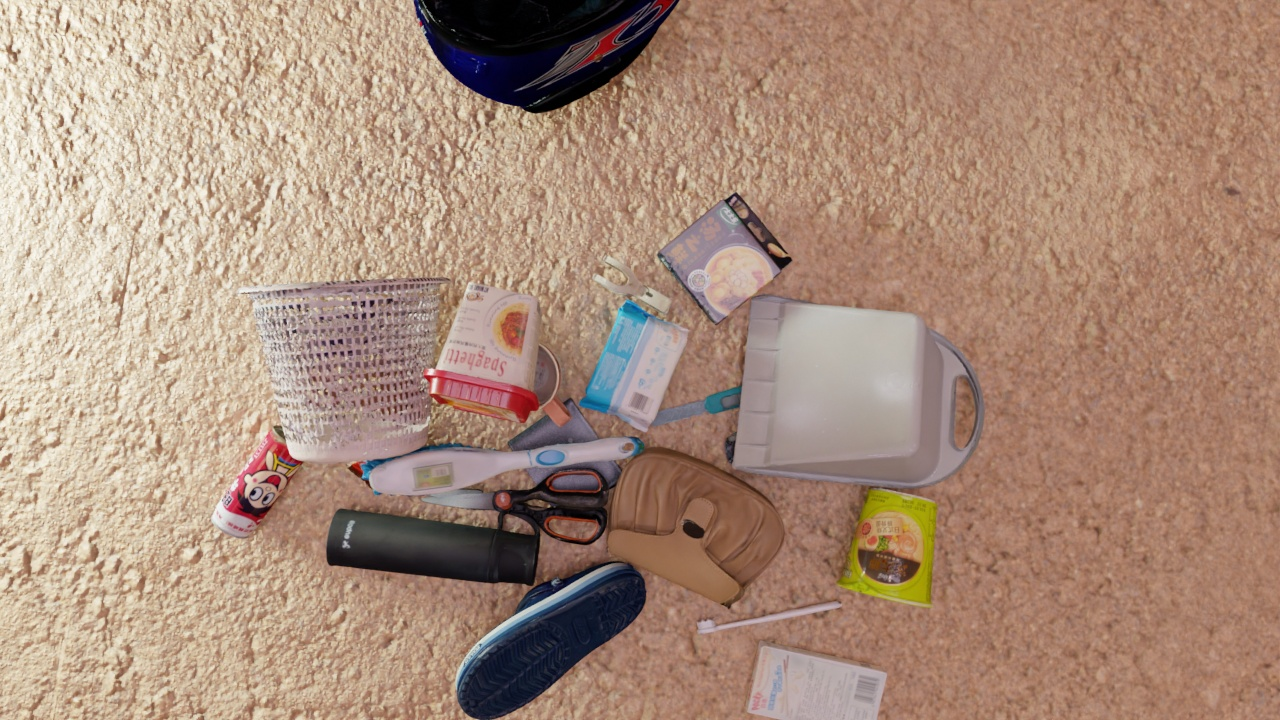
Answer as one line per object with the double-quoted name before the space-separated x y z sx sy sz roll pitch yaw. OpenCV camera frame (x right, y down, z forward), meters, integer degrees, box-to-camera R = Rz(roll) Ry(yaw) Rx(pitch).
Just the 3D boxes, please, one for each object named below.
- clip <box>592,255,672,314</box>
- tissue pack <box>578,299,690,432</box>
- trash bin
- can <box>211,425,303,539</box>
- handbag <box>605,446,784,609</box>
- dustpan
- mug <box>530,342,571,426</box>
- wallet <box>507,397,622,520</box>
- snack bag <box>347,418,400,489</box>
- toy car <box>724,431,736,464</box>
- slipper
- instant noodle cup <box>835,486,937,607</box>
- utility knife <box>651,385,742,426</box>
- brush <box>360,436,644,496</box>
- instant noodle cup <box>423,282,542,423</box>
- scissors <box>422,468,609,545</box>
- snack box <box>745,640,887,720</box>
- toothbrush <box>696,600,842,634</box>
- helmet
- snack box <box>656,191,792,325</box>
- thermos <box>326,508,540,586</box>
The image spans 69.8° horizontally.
"clip" -0.006 -0.088 1.104 0.100 0.074 0.035 29 89 4
"tissue pack" -0.006 0.006 1.092 0.090 0.063 0.140 22 92 -2
"trash bin" -0.318 0.007 1.018 0.227 0.227 0.192 -3 94 0
"can" -0.455 0.146 1.100 0.053 0.053 0.133 36 90 0
"handbag" 0.061 0.194 1.076 0.204 0.099 0.148 24 94 3
"dustpan" 0.265 0.046 1.090 0.258 0.142 0.222 0 71 27
"mug" -0.122 0.028 1.072 0.081 0.106 0.114 -41 90 0
"wallet" -0.090 0.121 1.117 0.097 0.019 0.121 -35 93 0
"snack bag" -0.309 0.103 1.113 0.045 0.026 0.105 34 88 11
"toy car" 0.149 0.092 1.108 0.105 0.031 0.049 -32 90 -1
"slipper" -0.113 0.311 1.079 0.252 0.095 0.105 -31 119 -15
"instant noodle cup" 0.296 0.216 1.078 0.111 0.112 0.123 12 82 0
"utility knife" 0.118 0.046 1.117 0.219 0.013 0.029 -16 90 0
"brush" -0.159 0.117 1.061 0.314 0.110 0.060 -6 89 -18
"instant noodle cup" -0.155 -0.008 0.968 0.116 0.117 0.124 13 78 0
"scissors" -0.150 0.182 1.087 0.235 0.022 0.139 -17 73 0
"snack box" 0.212 0.399 1.114 0.157 0.027 0.084 13 91 0
"toothbrush" 0.157 0.310 1.119 0.180 0.016 0.016 -10 85 1
"helmet" -0.084 -0.411 0.996 0.316 0.240 0.247 -18 91 11
"snack box" 0.102 -0.124 1.101 0.126 0.053 0.113 -40 90 6
"thermos" -0.243 0.216 1.101 0.242 0.069 0.089 7 58 -2
